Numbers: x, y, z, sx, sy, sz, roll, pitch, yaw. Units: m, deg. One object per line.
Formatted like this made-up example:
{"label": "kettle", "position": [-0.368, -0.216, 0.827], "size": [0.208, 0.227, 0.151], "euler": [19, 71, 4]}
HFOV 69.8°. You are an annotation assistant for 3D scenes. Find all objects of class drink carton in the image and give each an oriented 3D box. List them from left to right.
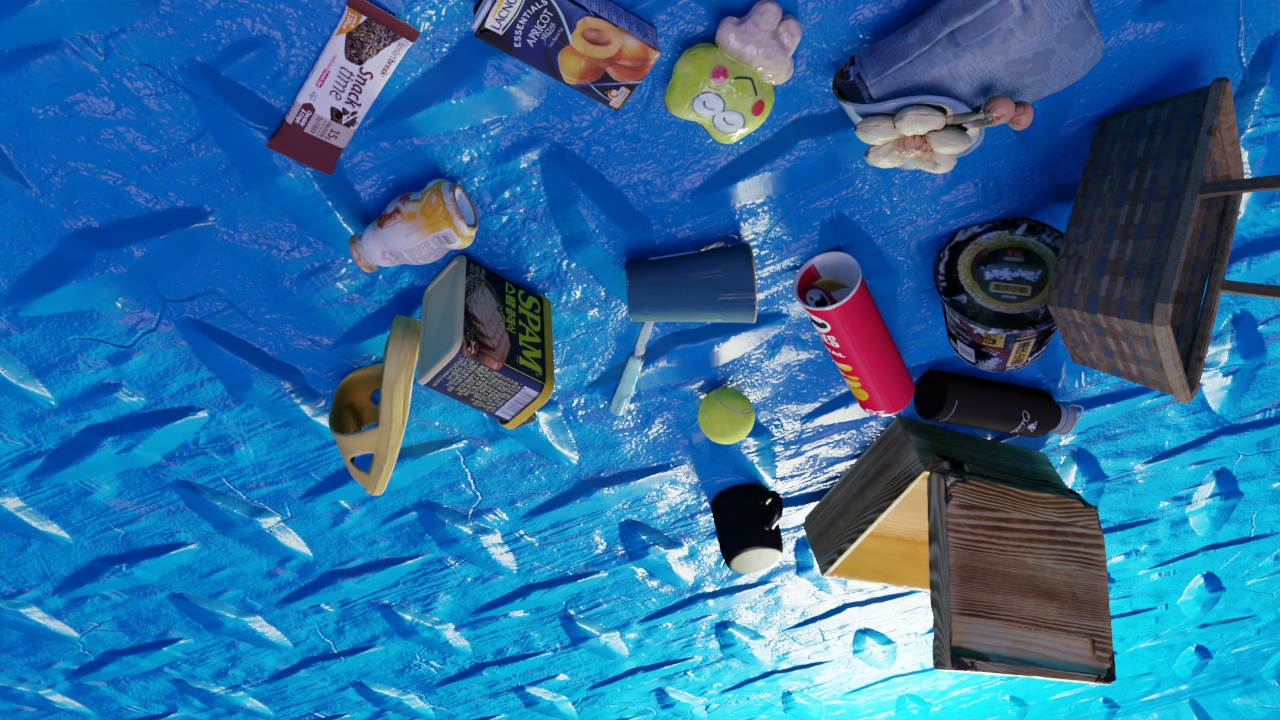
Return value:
{"label": "drink carton", "position": [-0.055, -0.246, 0.683], "size": [0.130, 0.040, 0.064], "euler": [20, 131, -30]}

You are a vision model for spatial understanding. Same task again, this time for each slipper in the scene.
{"label": "slipper", "position": [-0.276, 0.050, 0.939], "size": [0.078, 0.099, 0.264], "euler": [12, 138, -16]}

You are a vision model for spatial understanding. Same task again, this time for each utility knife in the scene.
{"label": "utility knife", "position": [-0.006, 0.006, 1.006], "size": [0.022, 0.015, 0.180], "euler": [3, 140, -16]}

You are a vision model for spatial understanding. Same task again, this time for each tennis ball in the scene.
{"label": "tennis ball", "position": [0.098, 0.063, 1.056], "size": [0.065, 0.065, 0.065], "euler": [-6, 140, -5]}

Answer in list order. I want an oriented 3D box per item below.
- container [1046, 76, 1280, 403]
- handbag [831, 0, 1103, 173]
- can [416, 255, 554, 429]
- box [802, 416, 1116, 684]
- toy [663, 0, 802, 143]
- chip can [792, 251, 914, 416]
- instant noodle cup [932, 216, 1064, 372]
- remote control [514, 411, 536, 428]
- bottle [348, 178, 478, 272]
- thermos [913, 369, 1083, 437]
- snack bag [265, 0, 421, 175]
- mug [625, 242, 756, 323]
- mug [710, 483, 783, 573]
{"label": "container", "position": [0.478, -0.101, 0.776], "size": [0.187, 0.249, 0.157], "euler": [7, 156, 42]}
{"label": "handbag", "position": [0.256, -0.219, 0.716], "size": [0.192, 0.118, 0.121], "euler": [-27, 137, 28]}
{"label": "can", "position": [-0.145, -0.019, 0.860], "size": [0.104, 0.135, 0.075], "euler": [29, 127, -33]}
{"label": "box", "position": [0.432, 0.257, 1.154], "size": [0.279, 0.314, 0.283], "euler": [14, 126, -24]}
{"label": "toy", "position": [0.077, -0.229, 0.727], "size": [0.092, 0.046, 0.115], "euler": [25, 121, -30]}
{"label": "chip can", "position": [0.232, -0.022, 0.980], "size": [0.069, 0.069, 0.220], "euler": [-24, 138, 16]}
{"label": "instant noodle cup", "position": [0.365, -0.059, 0.927], "size": [0.137, 0.137, 0.112], "euler": [-15, 148, 6]}
{"label": "remote control", "position": [-0.161, 0.030, 1.005], "size": [0.032, 0.015, 0.136], "euler": [-22, 136, 15]}
{"label": "bottle", "position": [-0.198, -0.112, 0.794], "size": [0.109, 0.063, 0.063], "euler": [-21, 139, 13]}
{"label": "thermos", "position": [0.447, 0.058, 1.121], "size": [0.231, 0.061, 0.061], "euler": [10, 136, -21]}
{"label": "snack bag", "position": [-0.233, -0.208, 0.713], "size": [0.057, 0.013, 0.158], "euler": [22, 131, -34]}
{"label": "mug", "position": [0.047, -0.071, 0.887], "size": [0.121, 0.078, 0.078], "euler": [-4, 140, 1]}
{"label": "mug", "position": [0.153, 0.217, 1.225], "size": [0.085, 0.094, 0.122], "euler": [13, 135, -25]}
